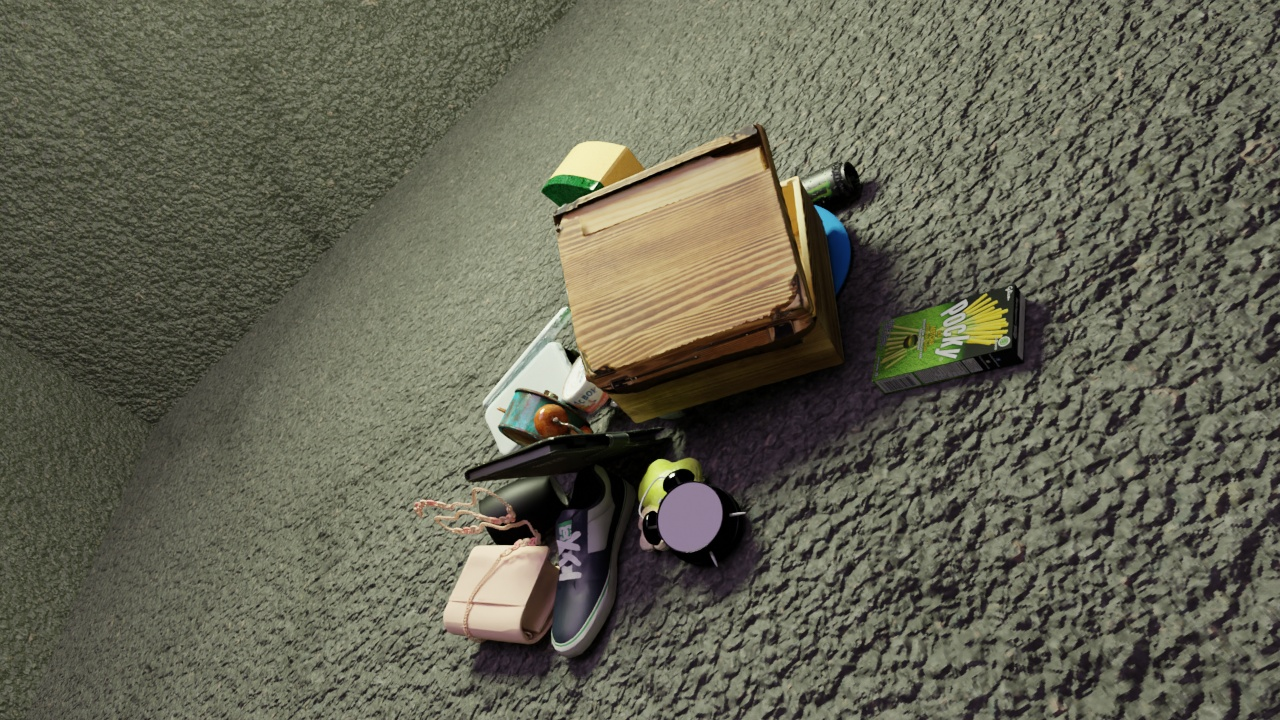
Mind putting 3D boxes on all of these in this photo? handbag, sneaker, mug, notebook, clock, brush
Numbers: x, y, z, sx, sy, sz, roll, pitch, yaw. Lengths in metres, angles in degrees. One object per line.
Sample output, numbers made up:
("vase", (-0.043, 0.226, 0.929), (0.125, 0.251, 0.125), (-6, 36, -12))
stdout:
("handbag", (-0.211, 0.260, 1.127), (0.199, 0.187, 0.116), (-10, 42, 42))
("sneaker", (-0.073, 0.230, 1.091), (0.084, 0.079, 0.234), (-20, 41, 38))
("mug", (-0.150, 0.197, 1.243), (0.100, 0.085, 0.118), (-31, 2, 5))
("notebook", (-0.086, 0.118, 1.137), (0.170, 0.208, 0.029), (-23, 78, 37))
("clock", (0.051, 0.169, 0.994), (0.121, 0.042, 0.091), (24, 81, 35))
("clock", (-0.121, 0.088, 1.277), (0.158, 0.121, 0.073), (6, 64, 47))
("brush", (-0.010, -0.203, 1.326), (0.075, 0.250, 0.195), (-54, 27, -9))

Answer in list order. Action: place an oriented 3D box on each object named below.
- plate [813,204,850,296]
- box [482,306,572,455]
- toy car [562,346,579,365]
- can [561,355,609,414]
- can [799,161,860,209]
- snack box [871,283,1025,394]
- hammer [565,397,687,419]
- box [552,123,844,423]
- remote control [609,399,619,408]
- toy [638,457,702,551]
("plate", (0.166, -0.109, 1.188), (0.225, 0.024, 0.223), (-18, 51, 23))
("box", (-0.172, 0.030, 1.418), (0.211, 0.084, 0.185), (-44, 31, 34))
("toy car", (-0.124, 0.003, 1.460), (0.049, 0.030, 0.107), (-52, 27, -9))
("can", (-0.068, 0.027, 1.261), (0.086, 0.043, 0.086), (-47, 24, 28))
("can", (0.225, -0.222, 1.238), (0.138, 0.054, 0.053), (-20, 41, 40))
("snack box", (0.310, -0.020, 0.929), (0.148, 0.025, 0.080), (-18, 42, 42))
("hammer", (-0.033, 0.039, 1.293), (0.329, 0.052, 0.097), (-9, 48, 52))
("box", (0.063, -0.089, 1.074), (0.280, 0.220, 0.258), (-17, 51, 22))
("remote control", (-0.007, 0.007, 1.221), (0.047, 0.009, 0.124), (-8, 55, 57))
("toy", (0.030, 0.167, 1.065), (0.092, 0.046, 0.115), (-10, 55, 44))
